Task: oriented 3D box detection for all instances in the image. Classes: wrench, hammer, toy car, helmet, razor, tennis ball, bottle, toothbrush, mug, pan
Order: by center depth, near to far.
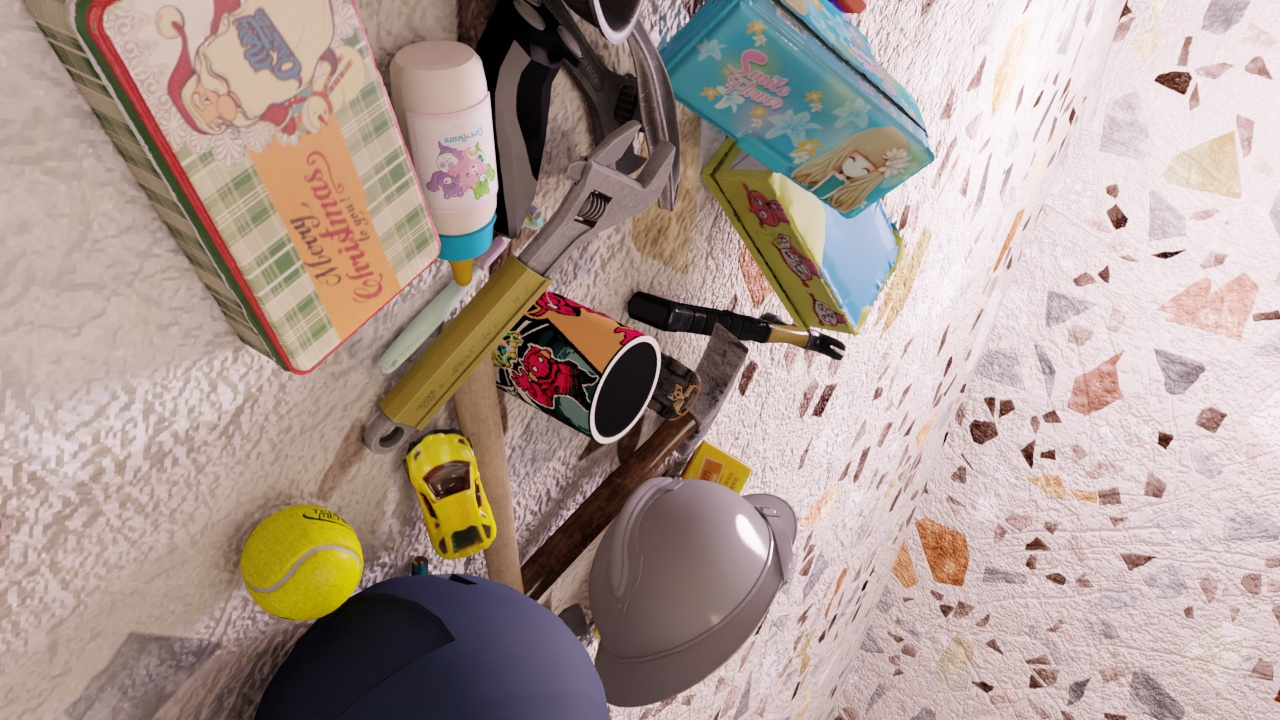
[{"bbox_3d":[-0.107,-0.102,0.517,0.051,0.051,0.146,-41,146,-38],"label":"bottle"},{"bbox_3d":[-0.195,0.117,0.532,0.065,0.065,0.065,-41,145,-38],"label":"tennis ball"},{"bbox_3d":[-0.075,-0.139,0.541,0.060,0.057,0.157,7,132,-18],"label":"razor"},{"bbox_3d":[-0.005,-0.221,0.559,0.357,0.055,0.186,86,16,-56],"label":"pan"},{"bbox_3d":[-0.046,-0.200,0.580,0.073,0.018,0.273,-62,152,-7],"label":"wrench"},{"bbox_3d":[-0.079,-0.043,0.582,0.273,0.018,0.083,-49,151,3],"label":"wrench"},{"bbox_3d":[-0.114,-0.048,0.589,0.154,0.015,0.022,-51,131,-24],"label":"toothbrush"},{"bbox_3d":[-0.147,0.257,0.590,0.273,0.223,0.232,-38,141,15],"label":"helmet"},{"bbox_3d":[-0.131,0.094,0.636,0.049,0.030,0.107,-19,124,-13],"label":"toy car"},{"bbox_3d":[-0.042,0.005,0.673,0.082,0.098,0.118,-64,153,0],"label":"mug"},{"bbox_3d":[-0.108,0.113,0.688,0.119,0.030,0.332,-15,127,-19],"label":"hammer"},{"bbox_3d":[-0.170,0.209,0.710,0.042,0.022,0.144,-93,-173,-61],"label":"razor"},{"bbox_3d":[-0.005,0.005,0.757,0.047,0.112,0.047,-56,-175,0],"label":"toy car"},{"bbox_3d":[0.025,0.160,0.797,0.118,0.184,0.270,58,37,-15],"label":"helmet"},{"bbox_3d":[-0.023,0.111,0.811,0.299,0.037,0.218,-45,167,-23],"label":"hammer"},{"bbox_3d":[0.103,-0.032,0.906,0.332,0.118,0.025,5,106,-56],"label":"hammer"}]

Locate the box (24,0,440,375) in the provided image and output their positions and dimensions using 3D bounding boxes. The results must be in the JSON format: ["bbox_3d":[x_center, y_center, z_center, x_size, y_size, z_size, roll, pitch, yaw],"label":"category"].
[{"bbox_3d":[-0.166,-0.097,0.421,0.117,0.049,0.206,-46,149,-30],"label":"box"}]

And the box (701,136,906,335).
[{"bbox_3d":[0.162,-0.135,0.864,0.124,0.081,0.221,-57,134,-17],"label":"box"}]

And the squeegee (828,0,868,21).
[{"bbox_3d":[0.205,-0.376,0.833,0.249,0.055,0.185,24,92,-46],"label":"squeegee"}]

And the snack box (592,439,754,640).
[{"bbox_3d":[0.033,0.201,0.978,0.230,0.061,0.110,-59,176,-10],"label":"snack box"}]

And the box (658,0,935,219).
[{"bbox_3d":[0.121,-0.226,0.725,0.226,0.098,0.121,26,46,-32],"label":"box"}]
